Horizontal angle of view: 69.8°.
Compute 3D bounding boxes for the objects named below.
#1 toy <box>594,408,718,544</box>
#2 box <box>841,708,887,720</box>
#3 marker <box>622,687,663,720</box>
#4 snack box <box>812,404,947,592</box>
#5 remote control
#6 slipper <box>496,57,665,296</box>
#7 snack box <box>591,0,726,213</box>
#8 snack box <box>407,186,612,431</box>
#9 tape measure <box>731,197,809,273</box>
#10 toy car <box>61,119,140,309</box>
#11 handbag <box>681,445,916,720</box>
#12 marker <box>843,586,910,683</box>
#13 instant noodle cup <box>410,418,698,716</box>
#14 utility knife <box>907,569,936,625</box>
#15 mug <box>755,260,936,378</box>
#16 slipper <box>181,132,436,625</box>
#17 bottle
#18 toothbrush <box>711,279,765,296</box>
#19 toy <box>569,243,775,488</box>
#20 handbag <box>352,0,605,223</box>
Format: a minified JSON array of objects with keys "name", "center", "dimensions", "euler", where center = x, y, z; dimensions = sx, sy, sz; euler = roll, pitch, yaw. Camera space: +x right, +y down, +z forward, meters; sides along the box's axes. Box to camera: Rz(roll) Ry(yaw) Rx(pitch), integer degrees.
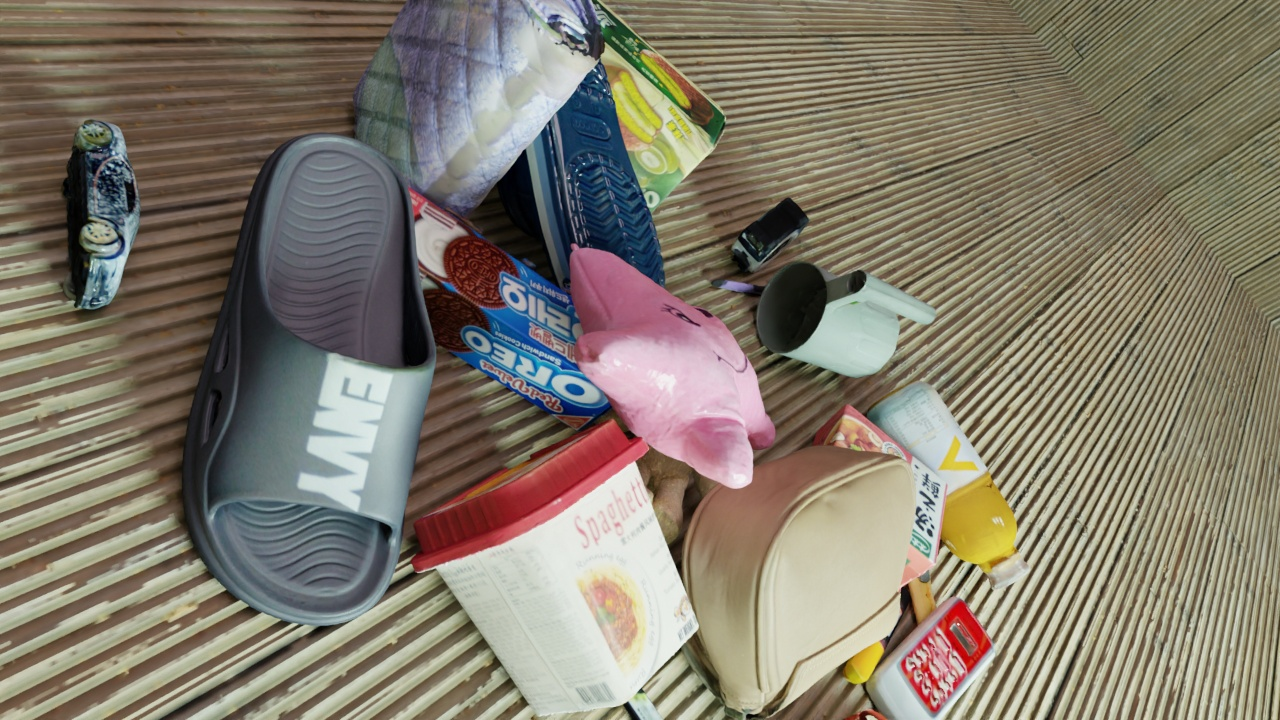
[{"name":"toy","center":[0.018,0.061,0.616],"dimensions":[0.105,0.066,0.156],"euler":[27,33,0]},{"name":"box","center":[0.173,0.295,0.558],"dimensions":[0.168,0.079,0.091],"euler":[39,39,-11]},{"name":"marker","center":[0.019,0.229,0.522],"dimensions":[0.018,0.015,0.124],"euler":[-20,71,-50]},{"name":"snack box","center":[0.185,0.114,0.735],"dimensions":[0.113,0.044,0.126],"euler":[39,38,-4]},{"name":"remote control","center":[0.221,0.230,0.690],"dimensions":[0.135,0.020,0.056],"euler":[-22,75,-42]},{"name":"slipper","center":[-0.059,-0.125,0.666],"dimensions":[0.104,0.095,0.253],"euler":[-15,90,-54]},{"name":"snack box","center":[-0.056,-0.226,0.743],"dimensions":[0.240,0.115,0.063],"euler":[38,39,-12]},{"name":"snack box","center":[-0.100,-0.035,0.593],"dimensions":[0.207,0.057,0.058],"euler":[34,44,-18]},{"name":"tape measure","center":[0.116,-0.112,0.848],"dimensions":[0.065,0.066,0.033],"euler":[-36,82,-24]},{"name":"toy car","center":[-0.275,-0.074,0.469],"dimensions":[0.031,0.049,0.105],"euler":[5,57,-38]},{"name":"handbag","center":[0.103,0.133,0.602],"dimensions":[0.204,0.100,0.148],"euler":[-8,102,-48]},{"name":"marker","center":[0.180,0.205,0.692],"dimensions":[0.018,0.015,0.123],"euler":[51,36,7]},{"name":"instant noodle cup","center":[-0.040,0.113,0.494],"dimensions":[0.116,0.117,0.124],"euler":[-28,92,-50]},{"name":"utility knife","center":[0.231,0.197,0.747],"dimensions":[0.031,0.018,0.151],"euler":[17,53,-25]},{"name":"mug","center":[0.181,-0.038,0.805],"dimensions":[0.103,0.124,0.083],"euler":[18,66,-36]},{"name":"slipper","center":[-0.158,-0.007,0.460],"dimensions":[0.110,0.084,0.267],"euler":[9,68,-28]},{"name":"bottle","center":[0.274,0.110,0.811],"dimensions":[0.067,0.068,0.189],"euler":[-14,69,-48]},{"name":"toothbrush","center":[0.134,-0.064,0.867],"dimensions":[0.188,0.014,0.016],"euler":[6,48,-40]},{"name":"toy","center":[0.010,-0.002,0.545],"dimensions":[0.178,0.075,0.194],"euler":[48,14,8]},{"name":"handbag","center":[-0.110,-0.180,0.592],"dimensions":[0.075,0.194,0.134],"euler":[7,54,-42]}]
